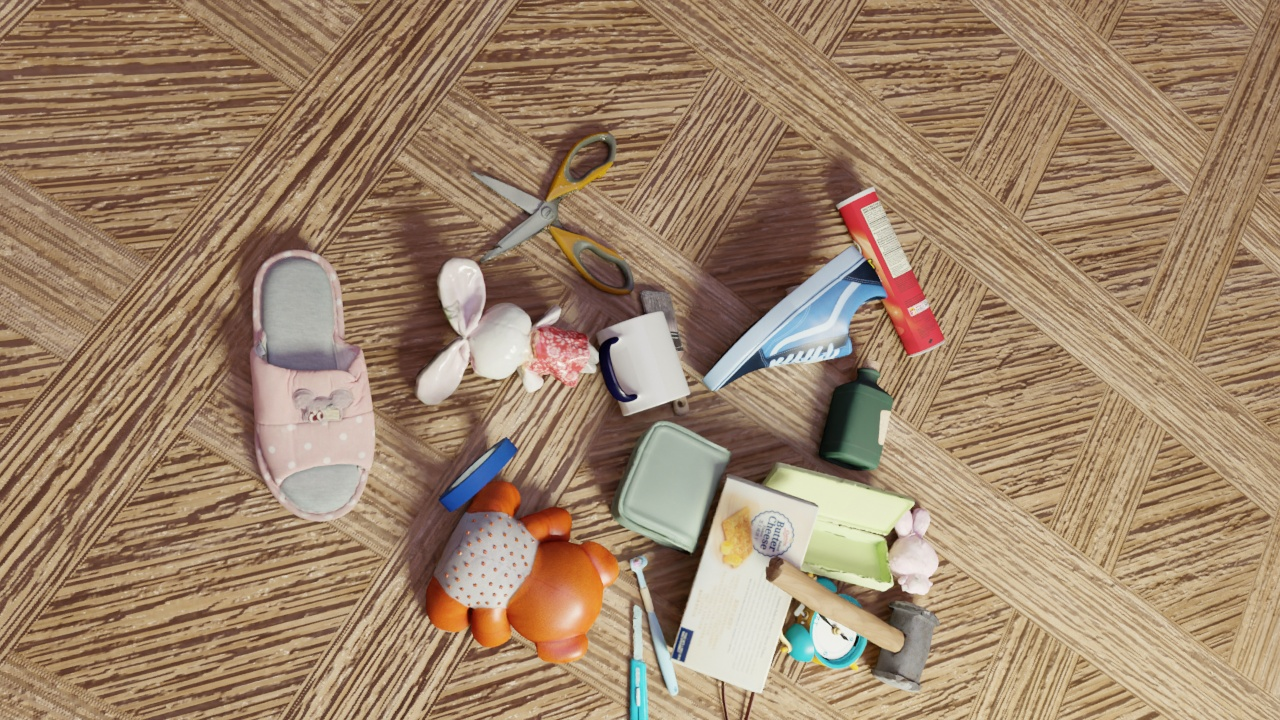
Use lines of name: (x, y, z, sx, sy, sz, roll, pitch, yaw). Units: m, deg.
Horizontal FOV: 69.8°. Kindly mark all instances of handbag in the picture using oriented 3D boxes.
handbag: (0.110, 0.365, 1.029, 0.055, 0.029, 0.119, 5, 85, -17)
handbag: (0.032, 0.140, 1.011, 0.106, 0.067, 0.121, 24, 74, -6)

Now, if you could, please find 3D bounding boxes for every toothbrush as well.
toothbrush: (0.017, 0.292, 1.009, 0.022, 0.016, 0.155, -14, 86, -35)

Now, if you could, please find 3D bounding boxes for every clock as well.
clock: (0.213, 0.308, 1.066, 0.129, 0.044, 0.099, 31, 72, -20)

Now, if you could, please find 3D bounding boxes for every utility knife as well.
utility knife: (-0.004, 0.348, 0.995, 0.022, 0.015, 0.161, -4, 80, 10)

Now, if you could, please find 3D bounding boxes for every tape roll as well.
tape roll: (-0.164, 0.115, 0.931, 0.093, 0.091, 0.016, -43, 97, -16)

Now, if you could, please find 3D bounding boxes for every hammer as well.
hammer: (0.233, 0.281, 1.004, 0.328, 0.052, 0.098, 35, 70, -39)

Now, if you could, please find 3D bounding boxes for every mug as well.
mug: (-0.006, 0.006, 1.002, 0.111, 0.079, 0.097, -15, 86, -56)

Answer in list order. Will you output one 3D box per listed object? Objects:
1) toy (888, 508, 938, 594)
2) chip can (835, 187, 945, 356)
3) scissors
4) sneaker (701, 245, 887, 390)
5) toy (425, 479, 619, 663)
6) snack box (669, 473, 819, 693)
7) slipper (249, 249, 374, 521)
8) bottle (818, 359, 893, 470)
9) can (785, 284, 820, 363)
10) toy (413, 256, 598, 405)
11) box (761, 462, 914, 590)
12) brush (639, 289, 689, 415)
toy: (0.330, 0.230, 1.117, 0.063, 0.047, 0.109, 16, 67, -25)
chip can: (0.317, -0.111, 1.163, 0.051, 0.052, 0.214, -26, 91, -22)
scissors: (-0.082, -0.162, 1.045, 0.224, 0.016, 0.230, -44, 97, -20)
sneaker: (0.187, -0.026, 1.060, 0.241, 0.083, 0.098, -38, 86, -7)
toy: (-0.118, 0.222, 0.939, 0.172, 0.093, 0.163, 26, 71, -1)
snack box: (0.112, 0.237, 0.991, 0.104, 0.057, 0.208, 17, 88, 9)
slipper: (-0.328, 0.022, 0.907, 0.114, 0.054, 0.274, -8, 84, -21)
bottle: (0.265, 0.062, 1.111, 0.061, 0.061, 0.131, 22, 75, -18)
can: (0.202, -0.045, 1.120, 0.032, 0.032, 0.095, -8, 84, -21)
toy: (-0.133, -0.019, 0.972, 0.194, 0.084, 0.159, 8, 98, -22)
box: (0.217, 0.193, 1.074, 0.188, 0.066, 0.127, 15, 91, -17)
brush: (0.032, -0.010, 1.064, 0.038, 0.012, 0.151, -10, 85, -21)
